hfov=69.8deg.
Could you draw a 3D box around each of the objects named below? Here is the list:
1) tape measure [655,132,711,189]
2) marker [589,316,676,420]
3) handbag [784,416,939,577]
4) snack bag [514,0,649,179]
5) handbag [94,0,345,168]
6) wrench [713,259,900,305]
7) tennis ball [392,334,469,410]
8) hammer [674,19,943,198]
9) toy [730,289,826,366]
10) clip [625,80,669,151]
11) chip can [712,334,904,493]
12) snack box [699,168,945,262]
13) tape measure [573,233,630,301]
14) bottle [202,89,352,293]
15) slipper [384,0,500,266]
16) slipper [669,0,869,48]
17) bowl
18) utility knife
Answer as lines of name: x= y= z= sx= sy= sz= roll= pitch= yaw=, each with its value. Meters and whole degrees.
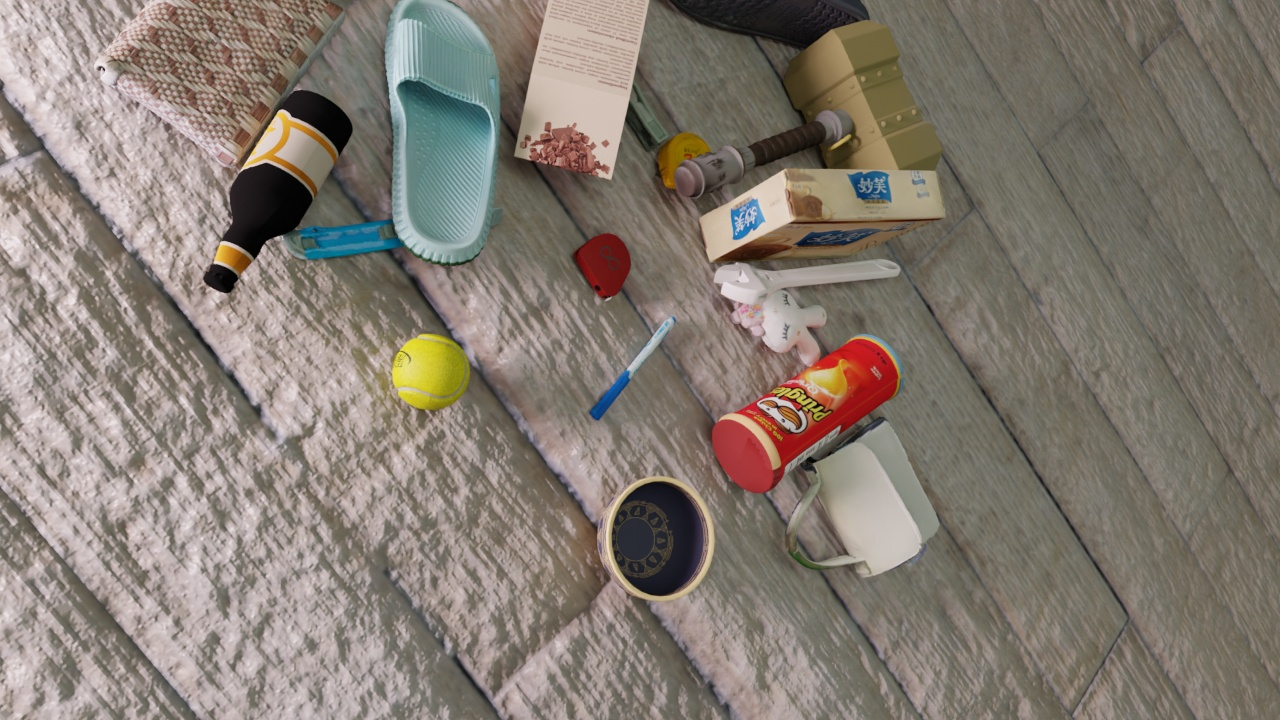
tape measure: x=0.047 y=-0.212 z=0.982 sx=0.068 sy=0.030 sz=0.059 roll=-4 pitch=82 yaw=-34
marker: x=-0.005 y=0.005 z=0.919 sx=0.013 sy=0.013 sz=0.141 roll=45 pitch=62 yaw=-13
handbag: x=0.227 y=0.160 z=0.976 sx=0.175 sy=0.074 sz=0.151 roll=-29 pitch=94 yaw=-29
snack bag: x=-0.056 y=-0.280 z=0.902 sx=0.094 sy=0.070 sz=0.206 roll=12 pitch=73 yaw=-7
handbag: x=-0.348 y=-0.268 z=0.773 sx=0.124 sy=0.047 sz=0.185 roll=37 pitch=65 yaw=-26
wrench: x=0.195 y=-0.095 z=1.028 sx=0.272 sy=0.066 sz=0.018 roll=-9 pitch=126 yaw=-34
tennis ball: x=-0.180 y=0.010 z=0.792 sx=0.065 sy=0.066 sz=0.065 roll=6 pitch=76 yaw=-27
hammer: x=0.166 y=-0.241 z=1.006 sx=0.324 sy=0.101 sz=0.190 roll=-26 pitch=92 yaw=-32
toy: x=0.154 y=-0.042 z=1.000 sx=0.125 sy=0.037 sz=0.075 roll=19 pitch=67 yaw=-28
clip: x=-0.001 y=-0.259 z=0.968 sx=0.023 sy=0.043 sz=0.076 roll=-39 pitch=98 yaw=-31
chip can: x=0.180 y=0.052 z=0.967 sx=0.212 sy=0.087 sz=0.087 roll=-29 pitch=94 yaw=-31
snack box: x=0.192 y=-0.152 z=0.976 sx=0.207 sy=0.154 sz=0.055 roll=-6 pitch=83 yaw=-29
tape measure: x=-0.034 y=-0.097 z=0.921 sx=0.051 sy=0.019 sz=0.059 roll=-41 pitch=107 yaw=-31
bottle: x=-0.305 y=-0.136 z=0.759 sx=0.059 sy=0.059 sz=0.181 roll=30 pitch=67 yaw=-20
slipper: x=-0.175 y=-0.220 z=0.837 sx=0.115 sy=0.070 sz=0.275 roll=7 pitch=72 yaw=-31
slipper: x=0.149 y=-0.430 z=1.041 sx=0.267 sy=0.111 sz=0.083 roll=7 pitch=73 yaw=-31
bowl: x=0.006 y=0.167 z=0.862 sx=0.112 sy=0.061 sz=0.112 roll=6 pitch=77 yaw=-27
utility knife: x=-0.217 y=-0.118 z=0.830 sx=0.206 sy=0.015 sz=0.031 roll=-15 pitch=92 yaw=-31
